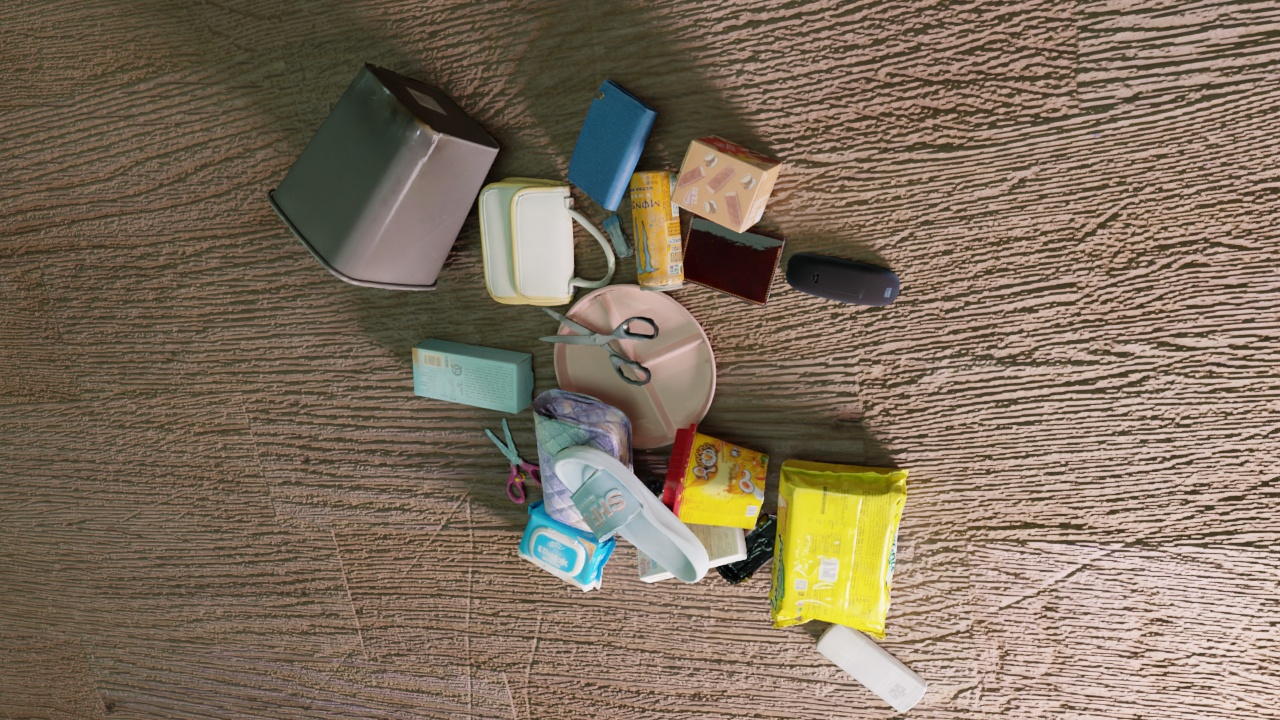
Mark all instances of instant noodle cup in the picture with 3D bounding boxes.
[{"bbox_3d":[0.096,0.158,1.188,0.124,0.116,0.116,11,140,5],"label":"instant noodle cup"}]

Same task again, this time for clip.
[{"bbox_3d":[-0.029,-0.159,1.185,0.024,0.029,0.057,-24,91,24],"label":"clip"}]

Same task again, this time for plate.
[{"bbox_3d":[-0.007,0.007,1.228,0.230,0.028,0.230,7,111,18],"label":"plate"}]

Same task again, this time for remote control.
[{"bbox_3d":[0.313,0.412,1.243,0.150,0.021,0.058,36,116,7],"label":"remote control"},{"bbox_3d":[0.240,-0.096,1.099,0.136,0.024,0.053,12,113,17],"label":"remote control"}]

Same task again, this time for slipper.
[{"bbox_3d":[-0.020,0.204,1.159,0.245,0.074,0.104,42,146,-3],"label":"slipper"}]

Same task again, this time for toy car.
[{"bbox_3d":[0.154,0.254,1.245,0.122,0.037,0.056,-43,95,15],"label":"toy car"},{"bbox_3d":[0.014,0.206,1.267,0.042,0.035,0.090,20,93,44],"label":"toy car"}]

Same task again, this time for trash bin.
[{"bbox_3d":[-0.318,-0.234,1.172,0.198,0.198,0.220,44,111,21],"label":"trash bin"}]

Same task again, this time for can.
[{"bbox_3d":[0.020,-0.161,1.135,0.058,0.058,0.146,-1,101,21],"label":"can"}]

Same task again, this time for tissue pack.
[{"bbox_3d":[-0.108,0.268,1.334,0.140,0.063,0.090,25,114,12],"label":"tissue pack"}]

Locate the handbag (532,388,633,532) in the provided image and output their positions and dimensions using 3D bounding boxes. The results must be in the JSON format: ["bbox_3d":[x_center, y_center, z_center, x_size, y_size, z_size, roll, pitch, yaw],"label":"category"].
[{"bbox_3d":[-0.077,0.140,1.254,0.134,0.075,0.194,14,126,20],"label":"handbag"}]

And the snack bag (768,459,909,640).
[{"bbox_3d":[0.249,0.242,1.172,0.158,0.068,0.247,4,109,8],"label":"snack bag"}]

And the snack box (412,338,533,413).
[{"bbox_3d":[-0.240,0.020,1.309,0.175,0.051,0.074,9,112,19],"label":"snack box"}]

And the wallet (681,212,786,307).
[{"bbox_3d":[0.111,-0.127,1.142,0.122,0.020,0.096,19,118,13],"label":"wallet"}]

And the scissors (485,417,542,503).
[{"bbox_3d":[-0.177,0.145,1.349,0.105,0.017,0.136,-9,101,25],"label":"scissors"}]

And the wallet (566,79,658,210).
[{"bbox_3d":[-0.037,-0.263,1.120,0.106,0.040,0.133,45,119,39],"label":"wallet"}]

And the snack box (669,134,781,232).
[{"bbox_3d":[0.101,-0.209,1.076,0.094,0.092,0.077,26,115,12],"label":"snack box"}]

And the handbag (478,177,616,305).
[{"bbox_3d":[-0.120,-0.153,1.203,0.179,0.063,0.163,5,111,16],"label":"handbag"}]

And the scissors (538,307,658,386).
[{"bbox_3d":[-0.051,-0.026,1.212,0.174,0.014,0.159,-30,93,29],"label":"scissors"}]

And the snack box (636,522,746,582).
[{"bbox_3d":[0.067,0.244,1.253,0.157,0.027,0.084,-21,58,26],"label":"snack box"}]
